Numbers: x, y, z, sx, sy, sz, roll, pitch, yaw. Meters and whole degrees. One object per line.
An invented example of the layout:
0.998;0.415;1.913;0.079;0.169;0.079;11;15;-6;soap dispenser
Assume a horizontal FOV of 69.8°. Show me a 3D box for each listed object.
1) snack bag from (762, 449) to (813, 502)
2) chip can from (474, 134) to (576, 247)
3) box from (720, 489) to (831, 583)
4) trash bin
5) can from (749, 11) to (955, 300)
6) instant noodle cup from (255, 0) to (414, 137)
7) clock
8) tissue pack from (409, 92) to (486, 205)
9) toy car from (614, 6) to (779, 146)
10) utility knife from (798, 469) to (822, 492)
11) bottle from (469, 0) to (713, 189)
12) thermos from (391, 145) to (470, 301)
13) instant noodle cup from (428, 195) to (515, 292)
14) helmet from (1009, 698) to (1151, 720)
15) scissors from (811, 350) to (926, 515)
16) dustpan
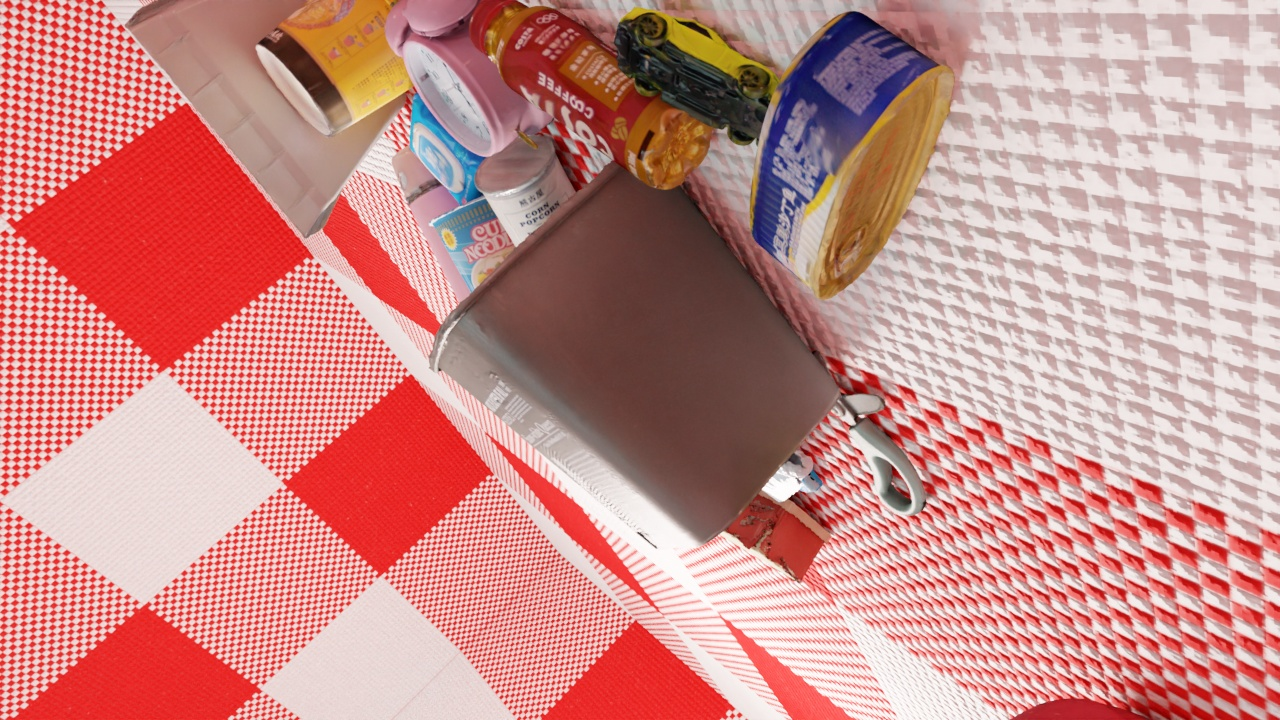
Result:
0.069;0.046;0.800;0.191;0.038;0.111;46;151;7;snack bag
-0.064;-0.090;0.806;0.071;0.071;0.215;31;158;43;chip can
0.102;0.166;0.953;0.091;0.077;0.168;41;169;-35;box
-0.004;0.004;0.650;0.220;0.198;0.199;46;162;-3;trash bin
0.091;-0.087;0.418;0.049;0.074;0.148;44;164;20;can
-0.253;-0.263;0.791;0.118;0.114;0.119;42;164;15;instant noodle cup
-0.133;-0.224;0.679;0.158;0.059;0.117;56;161;-24;clock
-0.170;-0.196;0.850;0.095;0.052;0.157;48;164;-4;tissue pack
0.035;-0.151;0.484;0.105;0.032;0.048;32;161;10;toy car
0.097;0.047;0.821;0.179;0.018;0.034;50;160;-3;utility knife
-0.036;-0.171;0.564;0.175;0.057;0.057;39;162;24;bottle
-0.197;-0.132;0.973;0.087;0.067;0.198;-24;96;56;thermos
-0.130;-0.096;0.859;0.110;0.099;0.099;67;161;-7;instant noodle cup
0.351;0.329;0.643;0.240;0.143;0.207;7;141;44;helmet
0.156;0.057;0.698;0.179;0.019;0.170;50;163;-9;scissors
-0.350;-0.269;0.888;0.143;0.257;0.223;-5;131;40;dustpan
